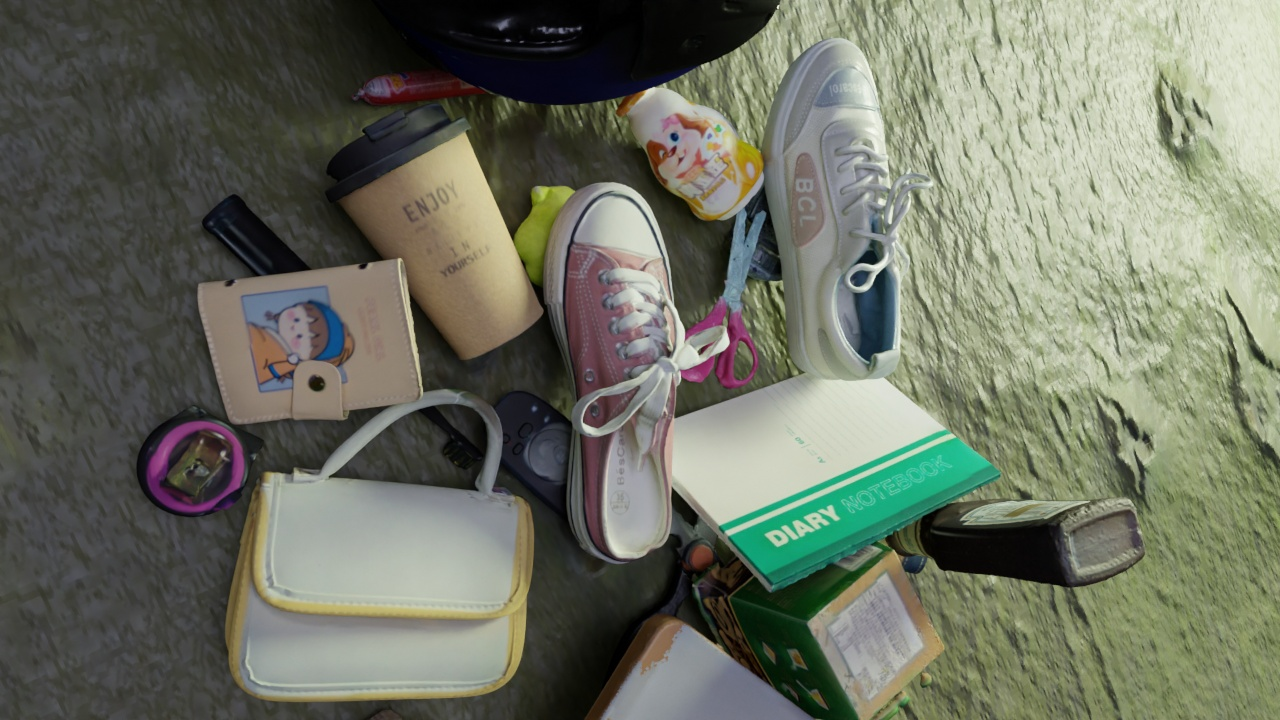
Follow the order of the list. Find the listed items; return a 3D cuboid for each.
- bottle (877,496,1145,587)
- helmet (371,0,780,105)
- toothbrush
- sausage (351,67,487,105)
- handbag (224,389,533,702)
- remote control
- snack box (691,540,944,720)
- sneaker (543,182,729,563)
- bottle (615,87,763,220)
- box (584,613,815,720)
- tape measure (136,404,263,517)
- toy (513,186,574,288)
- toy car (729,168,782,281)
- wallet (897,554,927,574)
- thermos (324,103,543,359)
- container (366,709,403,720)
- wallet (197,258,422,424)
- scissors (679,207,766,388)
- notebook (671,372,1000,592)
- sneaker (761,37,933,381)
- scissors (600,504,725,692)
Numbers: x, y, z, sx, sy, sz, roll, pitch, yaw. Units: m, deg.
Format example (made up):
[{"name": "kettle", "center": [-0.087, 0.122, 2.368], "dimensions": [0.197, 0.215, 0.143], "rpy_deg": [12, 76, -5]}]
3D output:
[{"name": "bottle", "center": [0.222, 0.114, 0.599], "dimensions": [0.079, 0.195, 0.044], "rpy_deg": [-12, 87, -23]}, {"name": "helmet", "center": [-0.048, -0.262, 0.503], "dimensions": [0.314, 0.241, 0.247], "rpy_deg": [-26, 72, -35]}, {"name": "toothbrush", "center": [-0.172, -0.011, 0.550], "dimensions": [0.027, 0.026, 0.212], "rpy_deg": [-39, 107, 10]}, {"name": "sausage", "center": [-0.110, -0.182, 0.595], "dimensions": [0.155, 0.020, 0.020], "rpy_deg": [-15, 93, -26]}, {"name": "handbag", "center": [-0.141, 0.102, 0.529], "dimensions": [0.163, 0.063, 0.178], "rpy_deg": [10, 86, -26]}, {"name": "remote control", "center": [-0.045, 0.075, 0.601], "dimensions": [0.136, 0.024, 0.053], "rpy_deg": [42, 70, -8]}, {"name": "snack box", "center": [0.124, 0.168, 0.604], "dimensions": [0.118, 0.106, 0.117], "rpy_deg": [-33, 100, -23]}, {"name": "sneaker", "center": [-0.003, 0.003, 0.561], "dimensions": [0.118, 0.088, 0.241], "rpy_deg": [2, 82, -31]}, {"name": "bottle", "center": [0.033, -0.149, 0.638], "dimensions": [0.108, 0.063, 0.063], "rpy_deg": [40, 70, -17]}, {"name": "box", "center": [0.001, 0.300, 0.537], "dimensions": [0.179, 0.110, 0.259], "rpy_deg": [41, 95, -17]}, {"name": "tape measure", "center": [-0.243, 0.057, 0.501], "dimensions": [0.057, 0.039, 0.057], "rpy_deg": [35, 72, -20]}, {"name": "toy", "center": [-0.038, -0.070, 0.615], "dimensions": [0.100, 0.031, 0.096], "rpy_deg": [-9, 92, -27]}, {"name": "toy car", "center": [0.107, -0.117, 0.687], "dimensions": [0.054, 0.037, 0.120], "rpy_deg": [29, 82, -22]}, {"name": "wallet", "center": [0.171, 0.111, 0.703], "dimensions": [0.115, 0.033, 0.090], "rpy_deg": [13, 78, -23]}, {"name": "thermos", "center": [-0.119, -0.076, 0.548], "dimensions": [0.092, 0.093, 0.143], "rpy_deg": [-36, 109, -24]}, {"name": "container", "center": [-0.158, 0.262, 0.501], "dimensions": [0.110, 0.090, 0.090], "rpy_deg": [-31, 99, -28]}, {"name": "wallet", "center": [-0.184, -0.008, 0.519], "dimensions": [0.115, 0.024, 0.087], "rpy_deg": [-7, 97, 0]}, {"name": "scissors", "center": [0.073, -0.044, 0.662], "dimensions": [0.073, 0.017, 0.137], "rpy_deg": [21, 90, -20]}, {"name": "notebook", "center": [0.122, 0.067, 0.629], "dimensions": [0.208, 0.150, 0.012], "rpy_deg": [-18, 133, -29]}, {"name": "sneaker", "center": [0.145, -0.102, 0.636], "dimensions": [0.089, 0.091, 0.242], "rpy_deg": [-7, 98, -22]}, {"name": "scissors", "center": [0.041, 0.160, 0.643], "dimensions": [0.234, 0.022, 0.220], "rpy_deg": [43, 65, -14]}]
